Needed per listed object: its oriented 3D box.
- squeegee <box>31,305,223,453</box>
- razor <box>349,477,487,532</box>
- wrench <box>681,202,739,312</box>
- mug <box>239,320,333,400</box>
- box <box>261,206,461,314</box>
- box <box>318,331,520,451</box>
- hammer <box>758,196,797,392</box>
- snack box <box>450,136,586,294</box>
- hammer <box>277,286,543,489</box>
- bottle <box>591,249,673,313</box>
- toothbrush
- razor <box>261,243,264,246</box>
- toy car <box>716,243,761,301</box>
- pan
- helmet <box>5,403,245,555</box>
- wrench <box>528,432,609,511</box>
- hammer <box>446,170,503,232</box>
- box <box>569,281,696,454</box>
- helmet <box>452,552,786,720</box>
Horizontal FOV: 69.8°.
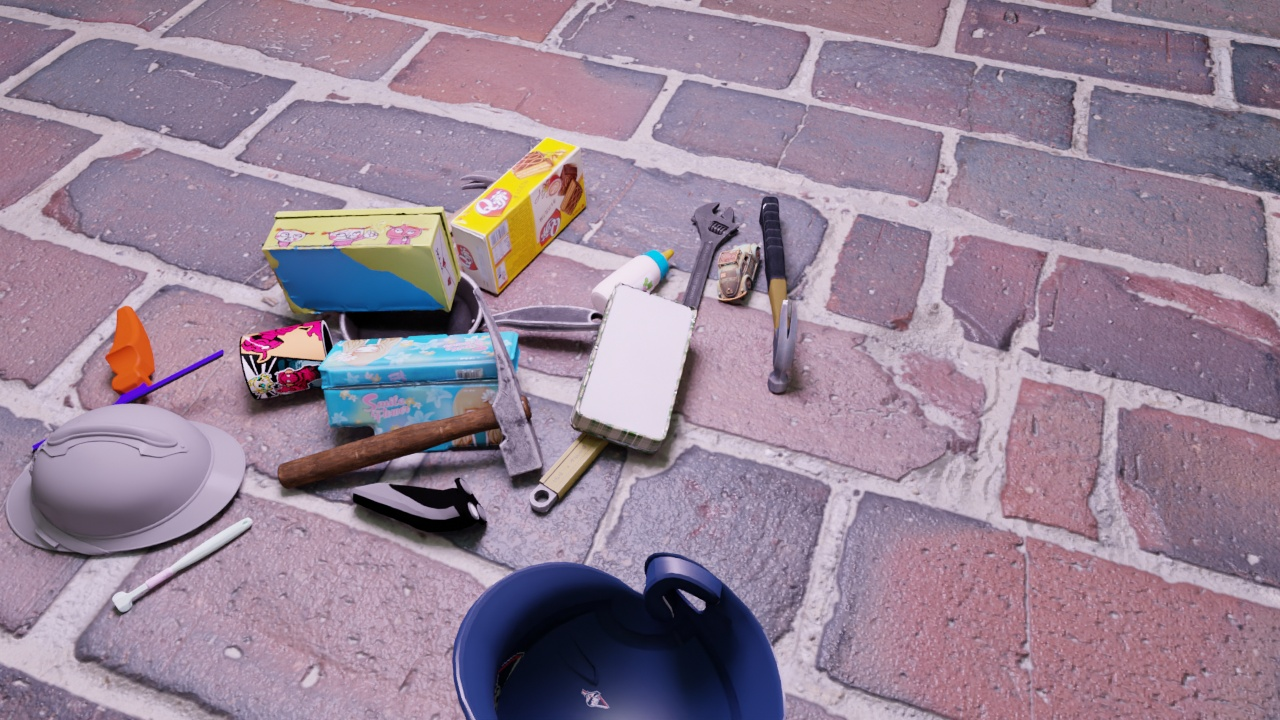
[{"bbox_3d":[-0.647,-0.002,1.165,0.249,0.055,0.184,-28,53,-4],"label":"squeegee"},{"bbox_3d":[-0.251,0.161,1.026,0.156,0.057,0.060,-1,77,9],"label":"razor"},{"bbox_3d":[0.087,-0.135,1.305,0.073,0.018,0.272,11,52,10],"label":"wrench"},{"bbox_3d":[-0.441,-0.007,1.161,0.098,0.082,0.118,-12,23,-10],"label":"mug"},{"bbox_3d":[-0.355,-0.127,1.181,0.221,0.125,0.080,0,47,7],"label":"box"},{"bbox_3d":[-0.260,0.040,1.117,0.227,0.121,0.097,-3,21,-2],"label":"box"},{"bbox_3d":[0.183,-0.115,1.237,0.025,0.118,0.332,4,44,0],"label":"hammer"},{"bbox_3d":[-0.167,-0.208,1.306,0.062,0.110,0.229,22,53,22],"label":"snack box"},{"bbox_3d":[-0.282,0.058,1.049,0.300,0.218,0.037,-16,14,1],"label":"hammer"},{"bbox_3d":[-0.003,-0.114,1.263,0.051,0.051,0.145,35,57,26],"label":"bottle"},{"bbox_3d":[-0.495,0.219,0.999,0.154,0.015,0.022,-34,88,-27],"label":"toothbrush"},{"bbox_3d":[-0.468,-0.142,1.310,0.144,0.022,0.042,19,15,11],"label":"razor"},{"bbox_3d":[0.132,-0.132,1.274,0.047,0.047,0.111,-6,43,29],"label":"toy car"},{"bbox_3d":[-0.218,-0.054,1.208,0.357,0.055,0.186,6,49,5],"label":"pan"},{"bbox_3d":[-0.597,0.109,1.026,0.271,0.118,0.183,-4,49,-1],"label":"helmet"},{"bbox_3d":[-0.048,0.081,1.116,0.084,0.018,0.272,28,55,22],"label":"wrench"},{"bbox_3d":[-0.302,-0.180,1.345,0.119,0.031,0.330,32,59,26],"label":"hammer"},{"bbox_3d":[-0.007,0.007,1.123,0.117,0.050,0.205,17,58,-5],"label":"box"},{"bbox_3d":[-0.038,0.294,0.790,0.272,0.224,0.231,34,35,-10],"label":"helmet"}]
